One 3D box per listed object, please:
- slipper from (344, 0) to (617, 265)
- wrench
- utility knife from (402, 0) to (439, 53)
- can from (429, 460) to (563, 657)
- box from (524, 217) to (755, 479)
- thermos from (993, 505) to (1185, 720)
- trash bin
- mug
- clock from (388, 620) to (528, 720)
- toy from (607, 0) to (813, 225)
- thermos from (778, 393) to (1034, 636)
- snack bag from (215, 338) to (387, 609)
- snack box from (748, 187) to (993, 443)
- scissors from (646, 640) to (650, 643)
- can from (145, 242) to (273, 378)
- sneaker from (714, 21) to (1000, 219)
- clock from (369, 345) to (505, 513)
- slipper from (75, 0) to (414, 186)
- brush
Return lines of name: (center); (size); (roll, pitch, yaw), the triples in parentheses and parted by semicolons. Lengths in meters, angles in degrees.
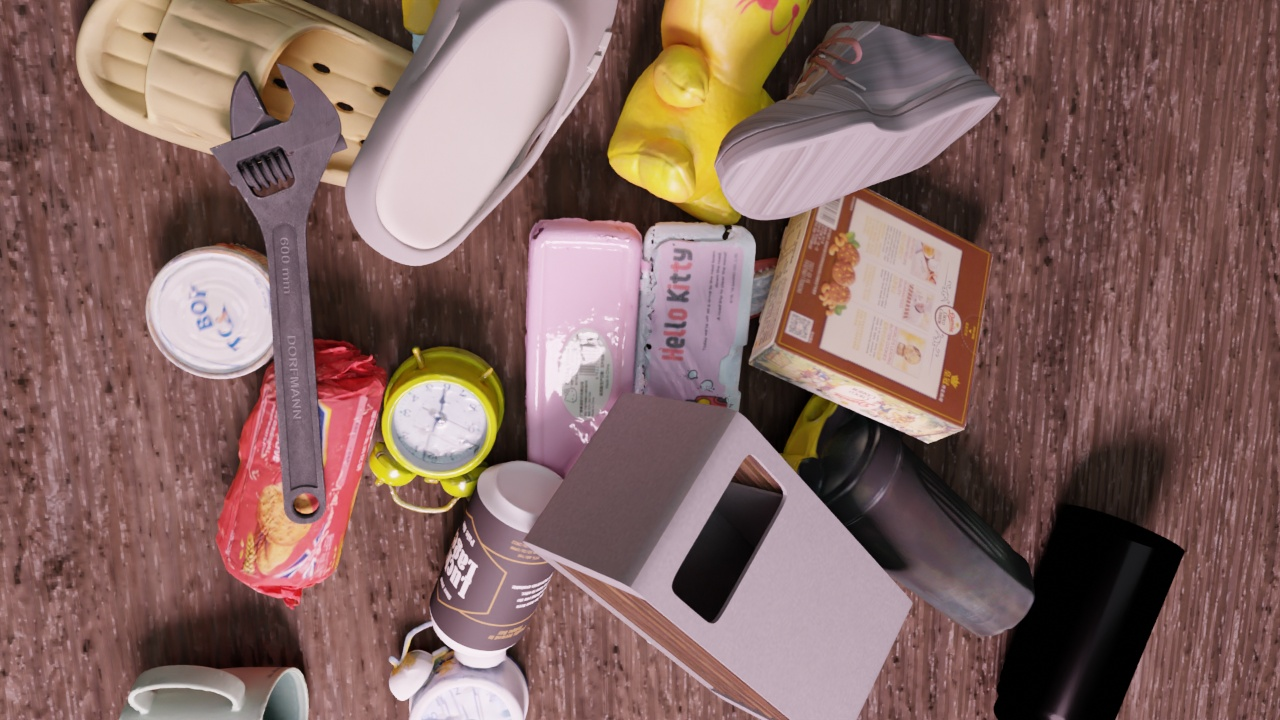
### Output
slipper: (-0.075, -0.173, 0.542); (0.113, 0.081, 0.265); (36, 81, -40)
wrench: (-0.206, -0.033, 0.543); (0.073, 0.018, 0.273); (-3, 103, -15)
utility knife: (-0.143, -0.276, 0.578); (0.030, 0.017, 0.159); (-2, 101, -3)
can: (-0.094, 0.135, 0.628); (0.072, 0.071, 0.129); (20, 116, -12)
box: (-0.003, 0.004, 0.628); (0.153, 0.037, 0.201); (2, 113, -2)
thermos: (0.341, 0.222, 0.718); (0.086, 0.086, 0.199); (15, 99, -11)
trash bin: (0.057, 0.139, 0.595); (0.229, 0.115, 0.114); (46, 67, -31)
mug: (-0.296, 0.242, 0.623); (0.104, 0.084, 0.111); (1, 131, 2)
clock: (-0.132, 0.244, 0.672); (0.089, 0.052, 0.125); (-21, 101, -3)
toy: (0.047, -0.190, 0.589); (0.087, 0.134, 0.194); (27, 105, 31)
thermos: (0.192, 0.118, 0.673); (0.221, 0.098, 0.098); (39, 94, -19)
snack bag: (-0.226, 0.069, 0.608); (0.082, 0.082, 0.176); (15, 98, -11)
snack box: (0.161, -0.037, 0.626); (0.147, 0.041, 0.143); (23, 66, -12)
scissors: (0.062, 0.166, 0.704); (0.117, 0.013, 0.140); (23, 96, -11)
can: (-0.270, -0.032, 0.596); (0.086, 0.043, 0.086); (-1, 100, -8)
sneaker: (0.125, -0.164, 0.582); (0.235, 0.099, 0.089); (-21, 72, -34)
clock: (-0.137, 0.049, 0.627); (0.083, 0.057, 0.119); (13, 106, -11)
slipper: (-0.212, -0.168, 0.560); (0.261, 0.079, 0.111); (17, 95, -12)
brush: (0.030, -0.033, 0.648); (0.172, 0.030, 0.041); (-17, 103, -4)
